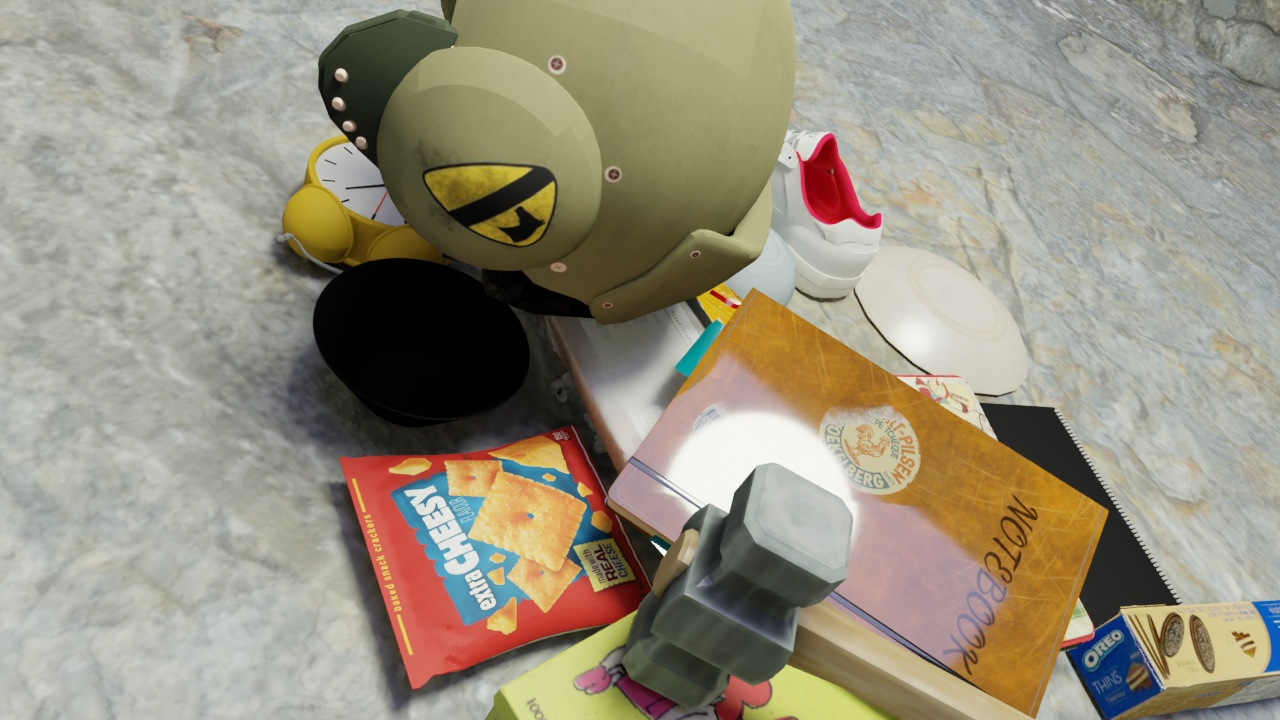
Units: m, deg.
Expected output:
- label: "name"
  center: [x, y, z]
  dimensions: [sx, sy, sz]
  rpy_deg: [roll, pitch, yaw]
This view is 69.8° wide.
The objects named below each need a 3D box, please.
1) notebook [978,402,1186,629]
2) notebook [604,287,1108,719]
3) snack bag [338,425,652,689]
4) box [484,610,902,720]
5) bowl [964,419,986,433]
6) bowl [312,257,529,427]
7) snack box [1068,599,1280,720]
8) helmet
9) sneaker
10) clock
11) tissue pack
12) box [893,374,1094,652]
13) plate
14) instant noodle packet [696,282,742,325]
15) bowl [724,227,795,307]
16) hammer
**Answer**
- label: "notebook"
  center: [0.325, 0.119, 0.723]
  dimensions: [0.148, 0.016, 0.206]
  rpy_deg: [4, 48, -25]
- label: "notebook"
  center: [0.109, 0.079, 0.484]
  dimensions: [0.249, 0.014, 0.178]
  rpy_deg: [33, 60, 7]
- label: "snack bag"
  center: [-0.074, 0.097, 0.495]
  dimensions: [0.143, 0.039, 0.130]
  rpy_deg: [-6, 53, -34]
- label: "box"
  center: [0.039, 0.175, 0.453]
  dimensions: [0.220, 0.082, 0.124]
  rpy_deg: [-17, 59, -38]
- label: "bowl"
  center: [0.161, 0.092, 0.543]
  dimensions: [0.116, 0.066, 0.116]
  rpy_deg: [2, 62, -4]
- label: "bowl"
  center: [-0.133, 0.001, 0.544]
  dimensions: [0.124, 0.053, 0.123]
  rpy_deg: [16, 44, -16]
- label: "snack box"
  center: [0.400, 0.208, 0.647]
  dimensions: [0.206, 0.056, 0.057]
  rpy_deg: [5, 47, -26]
- label: "helmet"
  center: [-0.034, -0.130, 0.498]
  dimensions: [0.233, 0.256, 0.249]
  rpy_deg: [14, 45, -11]
- label: "sneaker"
  center: [0.132, -0.173, 0.827]
  dimensions: [0.090, 0.105, 0.236]
  rpy_deg: [-10, 55, -36]
- label: "clock"
  center: [-0.176, -0.101, 0.621]
  dimensions: [0.113, 0.052, 0.151]
  rpy_deg: [20, 39, -12]
- label: "tissue pack"
  center: [-0.003, 0.003, 0.579]
  dimensions: [0.103, 0.071, 0.181]
  rpy_deg: [-23, 59, -12]
- label: "box"
  center: [0.216, 0.105, 0.626]
  dimensions: [0.117, 0.050, 0.205]
  rpy_deg: [0, 60, -29]
- label: "plate"
  center: [0.286, -0.050, 0.854]
  dimensions: [0.188, 0.027, 0.188]
  rpy_deg: [16, 43, -16]
- label: "instant noodle packet"
  center: [0.015, -0.038, 0.678]
  dimensions: [0.098, 0.040, 0.135]
  rpy_deg: [40, 42, 13]
- label: "bowl"
  center: [0.087, -0.085, 0.759]
  dimensions: [0.106, 0.039, 0.106]
  rpy_deg: [17, 46, -19]
- label: "hammer"
  center: [0.153, 0.160, 0.390]
  dimensions: [0.323, 0.118, 0.051]
  rpy_deg: [29, 39, -4]
